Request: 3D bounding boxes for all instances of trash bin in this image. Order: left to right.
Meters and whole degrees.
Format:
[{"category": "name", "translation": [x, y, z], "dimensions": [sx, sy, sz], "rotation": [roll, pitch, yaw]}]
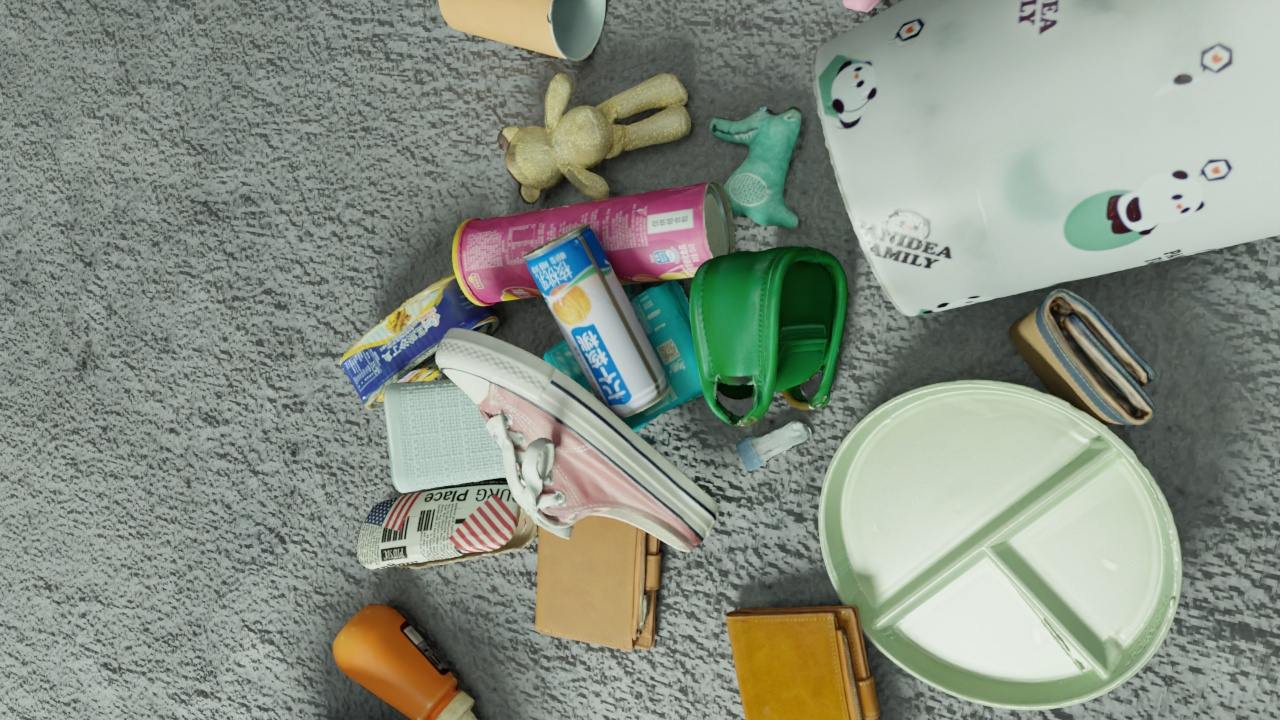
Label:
[{"category": "trash bin", "translation": [0.253, -0.148, 0.537], "dimensions": [0.252, 0.229, 0.229], "rotation": [-18, 84, 27]}]

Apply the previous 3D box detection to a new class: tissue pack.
[{"category": "tissue pack", "translation": [-0.004, 0.004, 0.723], "dimensions": [0.134, 0.050, 0.093], "rotation": [-30, 80, 19]}]

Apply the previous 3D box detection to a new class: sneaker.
[{"category": "sneaker", "translation": [-0.058, 0.072, 0.658], "dimensions": [0.241, 0.118, 0.087], "rotation": [38, 73, -4]}]

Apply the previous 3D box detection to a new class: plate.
[{"category": "plate", "translation": [0.232, 0.123, 0.616], "dimensions": [0.231, 0.027, 0.230], "rotation": [8, 105, 32]}]

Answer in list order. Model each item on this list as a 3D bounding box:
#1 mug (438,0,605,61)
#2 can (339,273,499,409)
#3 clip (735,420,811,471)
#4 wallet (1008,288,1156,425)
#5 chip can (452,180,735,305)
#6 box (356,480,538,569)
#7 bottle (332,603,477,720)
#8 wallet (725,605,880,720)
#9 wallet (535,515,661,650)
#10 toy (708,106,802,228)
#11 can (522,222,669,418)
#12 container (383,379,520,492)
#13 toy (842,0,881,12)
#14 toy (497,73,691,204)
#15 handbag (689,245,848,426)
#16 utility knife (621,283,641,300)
[{"category": "mug", "translation": [-0.100, -0.292, 0.746], "dimensions": [0.123, 0.078, 0.078], "rotation": [17, 97, 25]}, {"category": "can", "translation": [-0.189, -0.015, 0.784], "dimensions": [0.148, 0.074, 0.049], "rotation": [-34, 82, 19]}, {"category": "clip", "translation": [0.102, 0.063, 0.698], "dimensions": [0.058, 0.038, 0.026], "rotation": [-25, 79, 18]}, {"category": "wallet", "translation": [0.275, 0.003, 0.578], "dimensions": [0.033, 0.115, 0.090], "rotation": [-36, 78, 5]}, {"category": "chip can", "translation": [-0.037, -0.088, 0.706], "dimensions": [0.211, 0.071, 0.071], "rotation": [-5, 89, 23]}, {"category": "box", "translation": [-0.171, 0.138, 0.774], "dimensions": [0.164, 0.082, 0.075], "rotation": [-12, 85, 23]}, {"category": "bottle", "translation": [-0.198, 0.279, 0.801], "dimensions": [0.149, 0.066, 0.067], "rotation": [38, 104, 9]}, {"category": "wallet", "translation": [0.127, 0.248, 0.676], "dimensions": [0.119, 0.035, 0.130], "rotation": [-12, 87, 30]}, {"category": "wallet", "translation": [-0.036, 0.164, 0.748], "dimensions": [0.108, 0.031, 0.132], "rotation": [4, 95, 22]}, {"category": "toy", "translation": [0.089, -0.151, 0.697], "dimensions": [0.096, 0.030, 0.092], "rotation": [21, 93, 27]}, {"category": "can", "translation": [-0.030, -0.027, 0.656], "dimensions": [0.053, 0.053, 0.134], "rotation": [-23, 102, 20]}, {"category": "container", "translation": [-0.137, 0.056, 0.758], "dimensions": [0.112, 0.089, 0.090], "rotation": [-7, 88, 18]}, {"category": "toy", "translation": [0.199, -0.353, 0.622], "dimensions": [0.179, 0.074, 0.194], "rotation": [-15, 86, 30]}, {"category": "toy", "translation": [-0.035, -0.180, 0.731], "dimensions": [0.157, 0.066, 0.105], "rotation": [-18, 96, 13]}, {"category": "handbag", "translation": [0.095, -0.019, 0.642], "dimensions": [0.068, 0.131, 0.120], "rotation": [-1, 95, 33]}, {"category": "utility knife", "translation": [-0.070, -0.079, 0.767], "dimensions": [0.158, 0.013, 0.029], "rotation": [19, 100, 20]}]
